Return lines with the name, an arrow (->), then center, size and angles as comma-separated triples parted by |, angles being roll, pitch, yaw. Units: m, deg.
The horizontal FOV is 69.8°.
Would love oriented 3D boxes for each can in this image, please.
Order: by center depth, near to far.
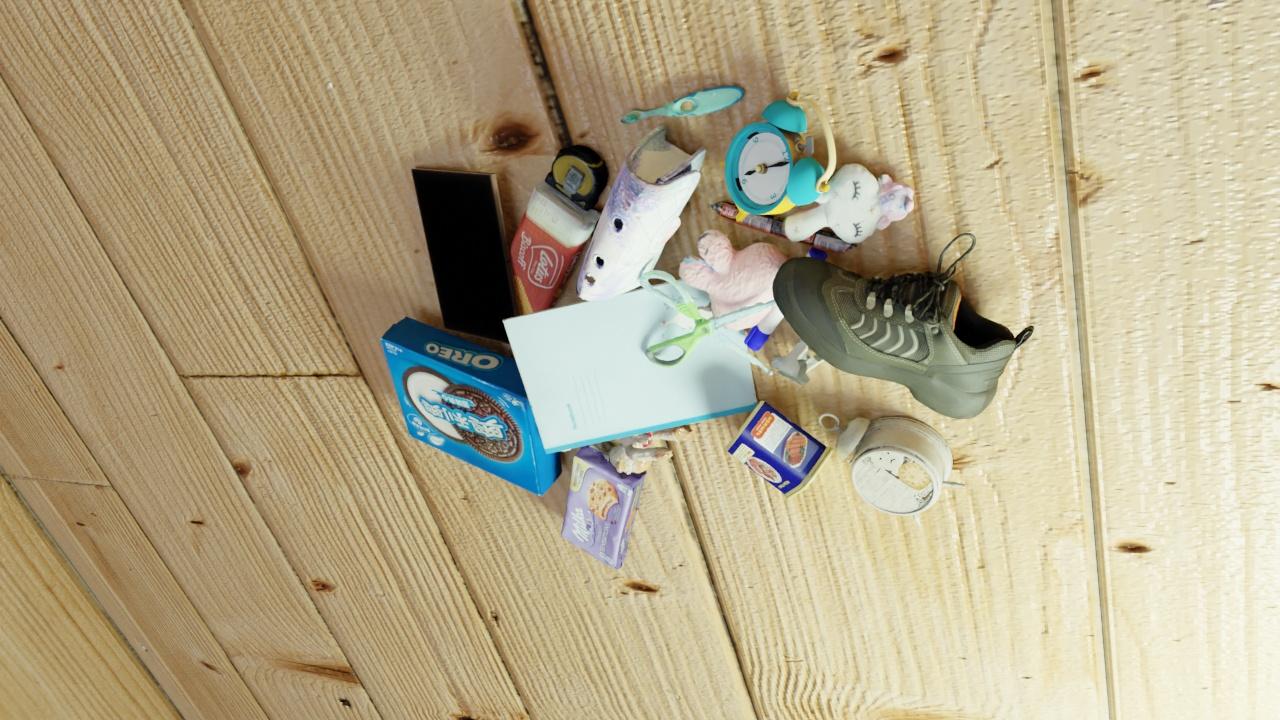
can -> 0.151, 0.099, 1.018 | 0.092, 0.056, 0.116 | 37, 166, 7

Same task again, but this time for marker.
marker -> 0.149, -0.062, 0.953 | 0.020, 0.020, 0.142 | 36, 133, 5

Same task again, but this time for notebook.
notebook -> -0.006, 0.006, 1.021 | 0.253, 0.009, 0.181 | -13, 119, 4
notebook -> -0.207, -0.124, 1.102 | 0.142, 0.008, 0.209 | 13, 121, 37

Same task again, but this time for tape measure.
tape measure -> -0.067, -0.198, 0.980 | 0.062, 0.034, 0.062 | 35, 131, 5

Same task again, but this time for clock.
clock -> 0.126, -0.183, 0.848 | 0.130, 0.043, 0.099 | -25, 79, 49
clock -> 0.256, 0.107, 0.979 | 0.157, 0.061, 0.104 | 34, 133, 4

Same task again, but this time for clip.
clip -> 0.166, -0.007, 0.961 | 0.045, 0.101, 0.055 | 44, 90, -10
clip -> -0.155, -0.009, 1.183 | 0.052, 0.058, 0.026 | 17, 147, -35

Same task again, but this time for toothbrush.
toothbrush -> 0.038, -0.246, 0.891 | 0.135, 0.017, 0.022 | -3, 117, 33

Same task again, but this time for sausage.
sausage -> 0.139, -0.132, 0.909 | 0.155, 0.020, 0.020 | 20, 130, 19

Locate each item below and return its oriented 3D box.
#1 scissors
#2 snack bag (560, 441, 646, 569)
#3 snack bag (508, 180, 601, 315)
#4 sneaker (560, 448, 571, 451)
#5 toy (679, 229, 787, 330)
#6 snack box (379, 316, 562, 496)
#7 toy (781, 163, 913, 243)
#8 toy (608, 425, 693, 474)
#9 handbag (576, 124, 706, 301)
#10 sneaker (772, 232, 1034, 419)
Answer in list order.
scissors -> 0.065, -0.037, 0.949 | 0.172, 0.023, 0.172 | -24, 110, 34
snack bag -> -0.048, 0.194, 1.235 | 0.096, 0.058, 0.206 | 28, 135, 16
snack bag -> -0.122, -0.106, 1.077 | 0.077, 0.041, 0.226 | 38, 135, 6
sneaker -> -0.033, 0.035, 1.108 | 0.079, 0.087, 0.236 | 27, 130, -13
toy -> 0.094, -0.086, 0.940 | 0.105, 0.053, 0.109 | 32, 130, -6
snack box -> -0.223, 0.062, 1.227 | 0.239, 0.056, 0.196 | 20, 138, 22
toy -> 0.191, -0.147, 0.854 | 0.123, 0.037, 0.079 | 3, 111, 25
toy -> 0.000, 0.107, 1.116 | 0.074, 0.085, 0.106 | 45, 122, -6
handbag -> 0.000, -0.141, 0.916 | 0.069, 0.126, 0.159 | 33, 132, 4
sneaker -> 0.246, -0.048, 0.841 | 0.238, 0.100, 0.143 | 28, 135, 1
